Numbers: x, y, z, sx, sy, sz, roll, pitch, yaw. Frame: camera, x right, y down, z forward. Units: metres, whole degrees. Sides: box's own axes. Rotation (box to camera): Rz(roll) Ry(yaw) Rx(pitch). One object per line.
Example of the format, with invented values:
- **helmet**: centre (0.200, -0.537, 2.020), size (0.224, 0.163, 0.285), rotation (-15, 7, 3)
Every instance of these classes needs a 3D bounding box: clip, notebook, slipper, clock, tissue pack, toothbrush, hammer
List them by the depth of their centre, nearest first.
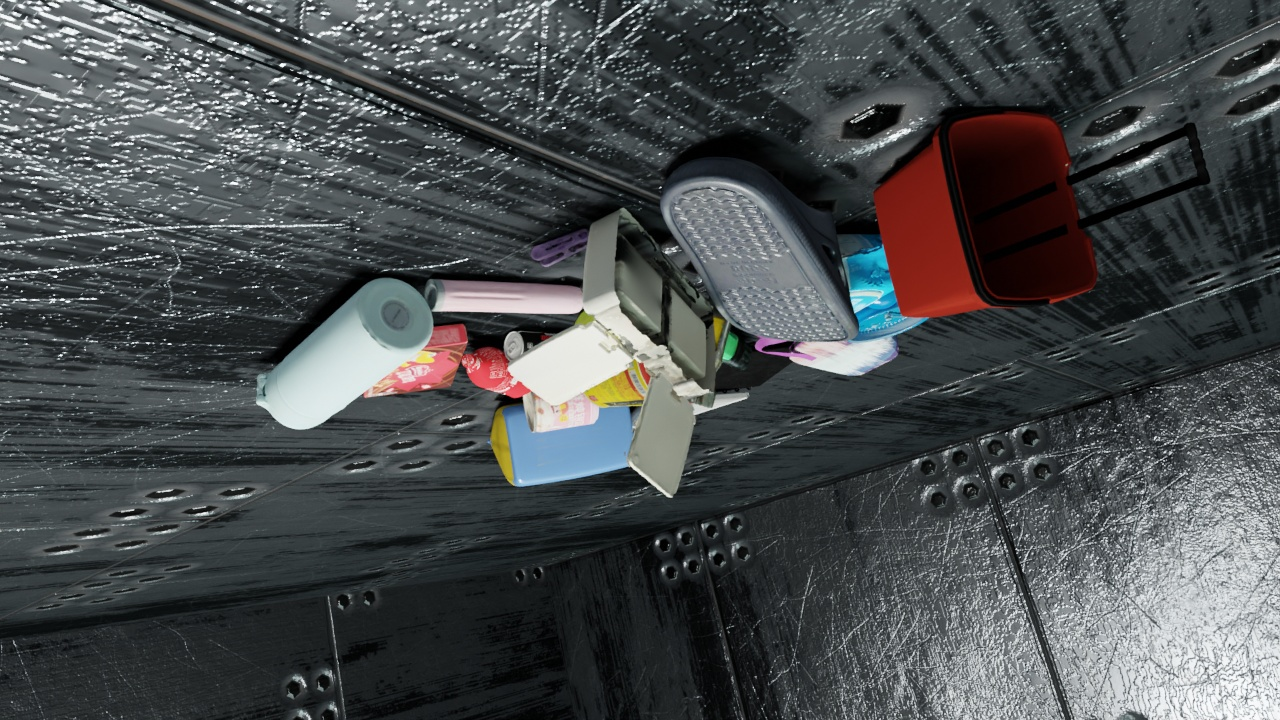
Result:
- **clip**: centre (-0.059, -0.088, 0.719), size (0.052, 0.013, 0.036), rotation (-20, 165, 12)
- **slipper**: centre (0.100, -0.094, 0.733), size (0.111, 0.083, 0.268), rotation (-2, 155, 29)
- **toothbrush**: centre (-0.081, -0.053, 0.796), size (0.222, 0.026, 0.027), rotation (-1, 132, -39)
- **tissue pack**: centre (0.180, -0.074, 0.878), size (0.092, 0.061, 0.145), rotation (-4, 162, -29)
- **clock**: centre (0.259, -0.070, 0.959), size (0.116, 0.060, 0.162), rotation (-9, 163, -14)
- **hammer**: centre (0.092, -0.015, 0.960), size (0.032, 0.130, 0.318), rotation (13, 179, 11)
- **notebook**: centre (0.089, 0.017, 1.199), size (0.231, 0.019, 0.170), rotation (-7, 162, -23)
- **notebook**: centre (0.035, 0.076, 1.330), size (0.142, 0.009, 0.210), rotation (-2, 167, -39)

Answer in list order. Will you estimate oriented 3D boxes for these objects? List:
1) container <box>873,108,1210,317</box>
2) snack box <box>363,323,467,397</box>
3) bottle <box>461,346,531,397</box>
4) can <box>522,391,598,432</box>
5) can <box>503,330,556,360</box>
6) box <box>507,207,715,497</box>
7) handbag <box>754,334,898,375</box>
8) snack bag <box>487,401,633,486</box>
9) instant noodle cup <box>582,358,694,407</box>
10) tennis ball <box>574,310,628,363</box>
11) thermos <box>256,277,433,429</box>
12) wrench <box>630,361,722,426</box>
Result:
- **container**: centre (0.277, -0.111, 0.672), size (0.126, 0.148, 0.201), rotation (-8, 173, -23)
- **snack box**: centre (-0.219, 0.002, 0.879), size (0.089, 0.021, 0.133), rotation (-8, 163, -21)
- **bottle**: centre (-0.144, 0.010, 0.924), size (0.042, 0.042, 0.141), rotation (-17, 167, 12)
- **can**: centre (-0.092, 0.045, 1.054), size (0.076, 0.067, 0.067), rotation (-8, 164, -16)
- **can**: centre (-0.095, -0.012, 0.916), size (0.080, 0.031, 0.032), rotation (3, 157, -46)
- **box**: centre (-0.018, -0.005, 0.704), size (0.101, 0.186, 0.145), rotation (-7, 142, 38)
- **handbag**: centre (0.211, -0.027, 1.086), size (0.169, 0.068, 0.145), rotation (3, 159, -28)
- **snack bag**: centre (-0.109, 0.096, 1.188), size (0.158, 0.102, 0.205), rotation (-9, 180, -17)
- **instant noodle cup**: centre (-0.006, 0.006, 0.964), size (0.100, 0.100, 0.113), rotation (2, 169, -44)
- **tennis ball**: centre (-0.032, -0.023, 0.870), size (0.065, 0.065, 0.065), rotation (-13, 165, -4)
- **thermos**: centre (-0.251, 0.001, 0.769), size (0.077, 0.065, 0.207), rotation (10, 153, -40)
- **wrench**: centre (0.035, 0.032, 1.136), size (0.073, 0.022, 0.274), rotation (-8, 161, -24)
